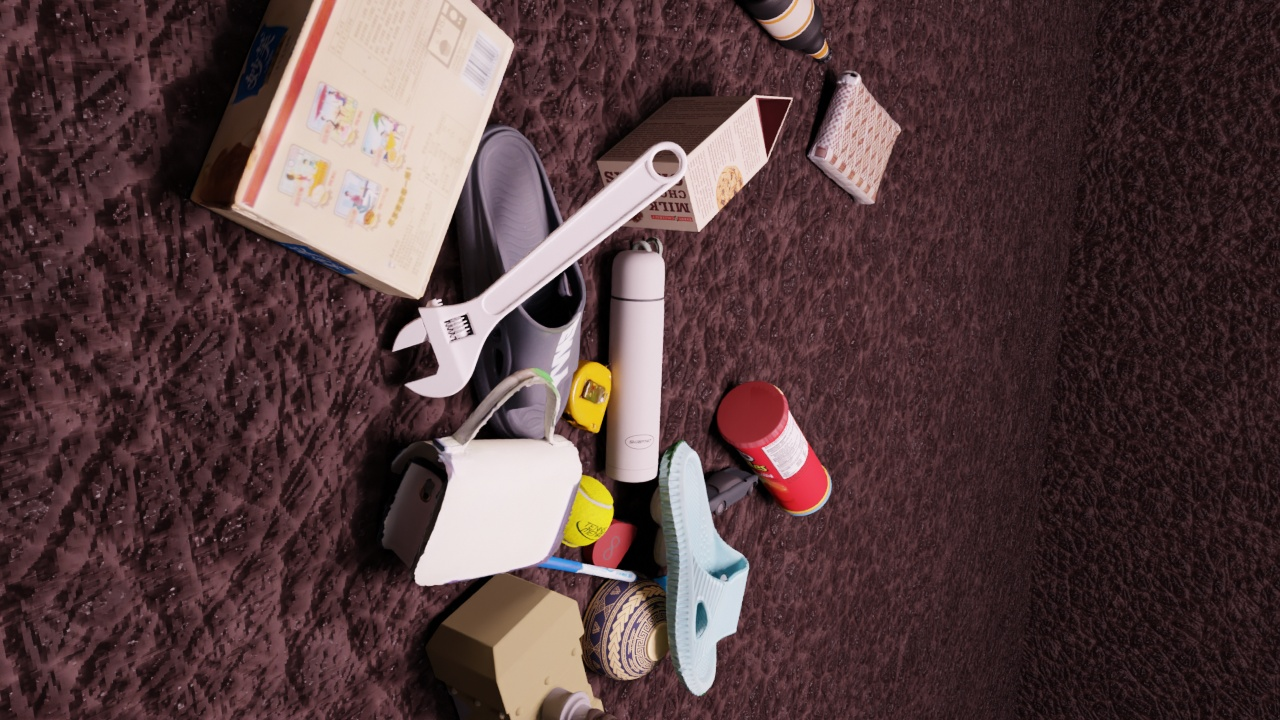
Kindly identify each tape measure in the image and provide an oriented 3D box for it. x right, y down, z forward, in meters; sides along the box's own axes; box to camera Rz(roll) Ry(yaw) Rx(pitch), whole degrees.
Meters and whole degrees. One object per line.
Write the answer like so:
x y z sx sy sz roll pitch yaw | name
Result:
-0.053 0.029 0.859 0.059 0.030 0.068 31 72 -55 | tape measure
-0.033 0.183 0.935 0.059 0.019 0.051 -56 137 -17 | tape measure

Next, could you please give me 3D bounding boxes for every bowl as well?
-0.002 0.284 0.959 0.112 0.061 0.112 -14 110 -46 | bowl

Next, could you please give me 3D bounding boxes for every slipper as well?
-0.083 -0.057 0.751 0.110 0.083 0.268 -32 122 -49 | slipper
0.067 0.218 0.953 0.115 0.070 0.276 -23 108 -66 | slipper

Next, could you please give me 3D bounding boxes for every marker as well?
-0.052 0.204 0.900 0.141 0.013 0.013 23 79 -45 | marker

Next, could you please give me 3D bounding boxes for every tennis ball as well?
-0.058 0.138 0.849 0.065 0.065 0.065 -19 113 -51 | tennis ball

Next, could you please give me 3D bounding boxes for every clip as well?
0.007 -0.085 0.920 0.043 0.023 0.076 -25 120 -51 | clip

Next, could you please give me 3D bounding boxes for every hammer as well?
-0.008 0.306 0.736 0.100 0.325 0.190 -38 128 -43 | hammer

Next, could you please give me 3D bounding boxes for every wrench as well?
-0.073 -0.072 0.690 0.273 0.018 0.066 -40 97 -2 | wrench

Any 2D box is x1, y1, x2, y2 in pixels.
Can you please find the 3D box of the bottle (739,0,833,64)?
0.175 -0.387 1.044 0.181 0.059 0.059 18 84 -55 | bottle

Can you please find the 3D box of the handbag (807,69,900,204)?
0.289 -0.298 1.241 0.185 0.047 0.124 19 91 -55 | handbag

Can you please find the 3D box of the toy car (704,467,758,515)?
0.097 0.151 1.087 0.111 0.046 0.034 -20 120 -49 | toy car

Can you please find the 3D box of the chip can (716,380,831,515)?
0.172 0.115 1.148 0.213 0.087 0.086 52 57 -48 | chip can

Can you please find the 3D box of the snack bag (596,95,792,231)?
0.061 -0.212 0.899 0.205 0.094 0.070 -48 134 -37 | snack bag

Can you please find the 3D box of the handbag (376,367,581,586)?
-0.116 0.081 0.725 0.151 0.074 0.176 1 116 -49 | handbag

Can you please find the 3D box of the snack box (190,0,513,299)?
-0.181 -0.163 0.607 0.153 0.055 0.207 30 74 -53 | snack box

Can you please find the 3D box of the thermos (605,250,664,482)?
-0.005 0.005 0.898 0.052 0.052 0.224 -15 111 -52 | thermos

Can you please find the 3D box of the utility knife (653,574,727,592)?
0.059 0.264 1.090 0.206 0.015 0.031 7 94 -51 | utility knife

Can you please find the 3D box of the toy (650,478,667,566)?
0.037 0.160 1.013 0.075 0.037 0.125 -17 107 -47 | toy
